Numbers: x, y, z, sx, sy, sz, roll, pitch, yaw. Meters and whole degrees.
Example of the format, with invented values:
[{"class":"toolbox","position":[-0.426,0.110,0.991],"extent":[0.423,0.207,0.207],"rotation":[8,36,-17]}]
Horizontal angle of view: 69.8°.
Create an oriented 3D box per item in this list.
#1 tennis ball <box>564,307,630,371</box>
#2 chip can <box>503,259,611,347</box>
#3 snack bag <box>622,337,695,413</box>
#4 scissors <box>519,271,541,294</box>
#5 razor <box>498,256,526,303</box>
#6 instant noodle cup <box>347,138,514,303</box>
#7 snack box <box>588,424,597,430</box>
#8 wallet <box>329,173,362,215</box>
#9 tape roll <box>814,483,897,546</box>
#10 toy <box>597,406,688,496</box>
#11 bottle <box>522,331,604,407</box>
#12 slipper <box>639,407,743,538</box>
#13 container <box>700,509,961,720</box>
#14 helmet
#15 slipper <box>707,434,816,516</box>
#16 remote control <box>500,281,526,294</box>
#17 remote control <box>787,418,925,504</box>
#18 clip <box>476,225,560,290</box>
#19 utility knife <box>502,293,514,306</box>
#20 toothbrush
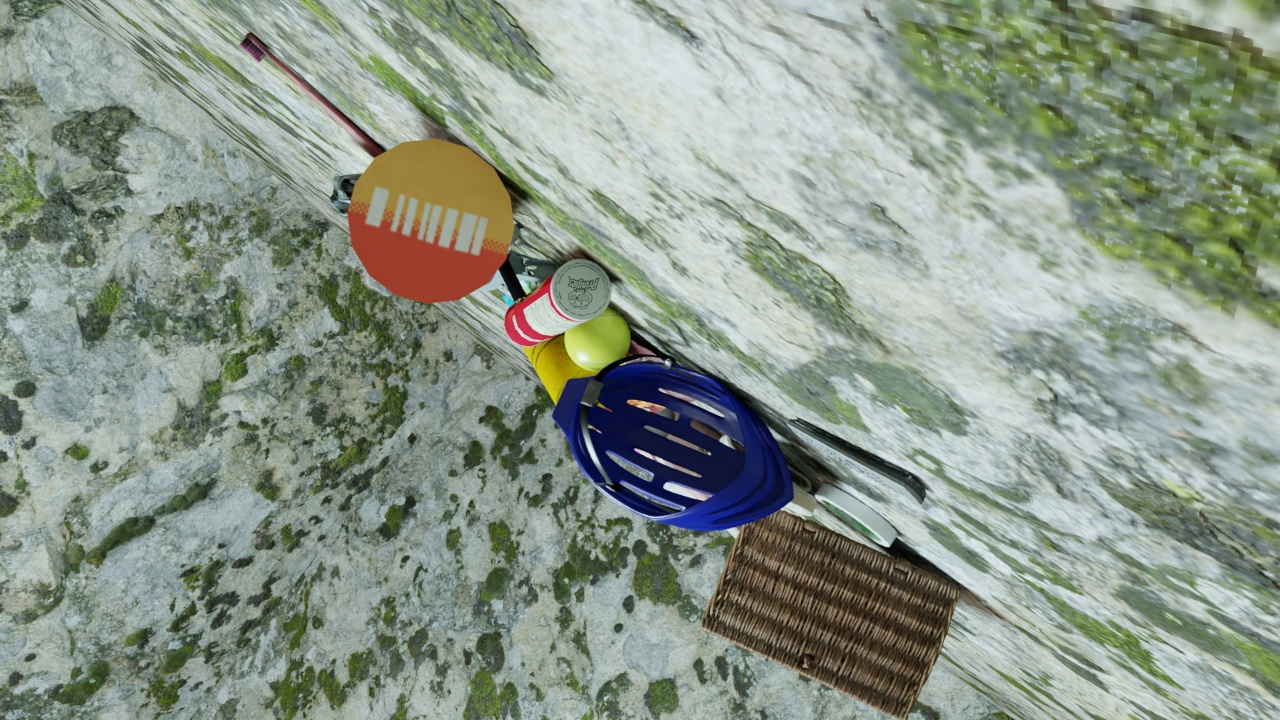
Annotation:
[{"class":"tennis ball","position":[-0.042,-0.022,0.909],"extent":[0.065,0.065,0.065],"rotation":[36,173,5]},{"class":"chip can","position":[-0.084,-0.049,0.863],"extent":[0.052,0.051,0.215],"rotation":[38,164,-12]},{"class":"snack bag","position":[-0.006,0.006,1.047],"extent":[0.139,0.066,0.208],"rotation":[42,163,-2]},{"class":"scissors","position":[-0.123,-0.073,1.111],"extent":[0.093,0.032,0.175],"rotation":[31,170,11]},{"class":"razor","position":[-0.143,-0.116,0.846],"extent":[0.144,0.022,0.043],"rotation":[57,173,6]},{"class":"instant noodle cup","position":[-0.167,-0.112,0.763],"extent":[0.123,0.123,0.121],"rotation":[38,180,-9]},{"class":"snack box","position":[-0.095,0.026,1.267],"extent":[0.132,0.027,0.168],"rotation":[71,-179,-76]},{"class":"wallet","position":[-0.294,-0.184,1.029],"extent":[0.100,0.054,0.132],"rotation":[6,-173,-24]},{"class":"tape roll","position":[0.233,0.167,0.994],"extent":[0.094,0.018,0.094],"rotation":[36,173,5]},{"class":"toy","position":[0.032,0.123,1.275],"extent":[0.213,0.084,0.141],"rotation":[35,-147,-19]},{"class":"bottle","position":[-0.089,-0.016,1.006],"extent":[0.071,0.071,0.163],"rotation":[44,-173,-47]},{"class":"slipper","position":[0.095,0.146,1.206],"extent":[0.274,0.113,0.055],"rotation":[44,130,-12]},{"class":"container","position":[0.217,0.279,1.095],"extent":[0.250,0.162,0.183],"rotation":[23,178,7]},{"class":"helmet","position":[0.027,0.073,0.844],"extent":[0.241,0.147,0.228],"rotation":[21,170,14]},{"class":"slipper","position":[0.138,0.127,1.044],"extent":[0.114,0.054,0.273],"rotation":[34,178,-6]},{"class":"remote control","position":[-0.194,-0.118,1.190],"extent":[0.151,0.019,0.074],"rotation":[39,172,-18]},{"class":"remote control","position":[0.173,0.080,0.745],"extent":[0.033,0.013,0.137],"rotation":[42,171,-37]},{"class":"clip","position":[-0.166,-0.110,0.909],"extent":[0.163,0.028,0.115],"rotation":[2,152,42]},{"class":"utility knife","position":[-0.164,-0.073,1.199],"extent":[0.031,0.015,0.185],"rotation":[30,177,-3]},{"class":"toothbrush","position":[-0.325,-0.258,0.937],"extent":[0.190,0.016,0.016],"rotation":[42,171,-36]}]
